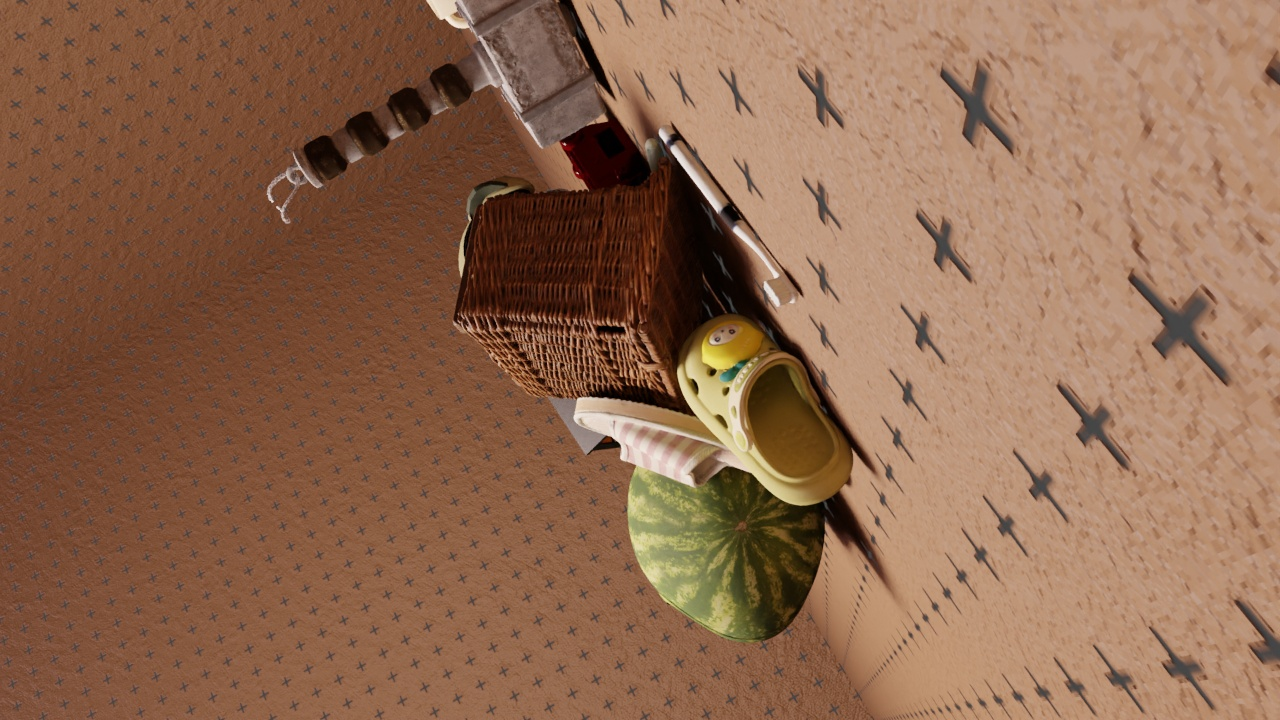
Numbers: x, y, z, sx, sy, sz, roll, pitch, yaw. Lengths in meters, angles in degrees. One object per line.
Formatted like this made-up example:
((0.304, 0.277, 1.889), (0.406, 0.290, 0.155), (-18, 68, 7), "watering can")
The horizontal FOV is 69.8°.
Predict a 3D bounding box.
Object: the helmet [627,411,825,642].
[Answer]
((0.094, 0.172, 1.016), (0.247, 0.213, 0.243), (-152, 50, -84), "helmet")

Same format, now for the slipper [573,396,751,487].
((0.056, 0.090, 0.863), (0.263, 0.052, 0.115), (13, 164, 19), "slipper")

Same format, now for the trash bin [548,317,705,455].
((-0.006, 0.006, 1.071), (0.171, 0.140, 0.139), (1, -132, -57), "trash bin")

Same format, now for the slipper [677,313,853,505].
((0.094, 0.029, 0.734), (0.190, 0.091, 0.082), (55, 174, 32), "slipper")

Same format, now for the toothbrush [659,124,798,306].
((0.057, -0.106, 0.645), (0.186, 0.017, 0.012), (59, 158, 31), "toothbrush")

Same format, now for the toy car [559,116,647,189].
((-0.030, -0.193, 0.942), (0.169, 0.062, 0.070), (59, 179, 28), "toy car")

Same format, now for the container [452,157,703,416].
((-0.047, -0.054, 0.850), (0.250, 0.183, 0.162), (64, -148, -67), "container")

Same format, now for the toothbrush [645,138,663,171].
((0.019, -0.162, 0.835), (0.022, 0.015, 0.155), (23, 169, 14), "toothbrush")

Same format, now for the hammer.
((-0.205, -0.236, 0.843), (0.177, 0.326, 0.079), (61, 178, -42), "hammer")

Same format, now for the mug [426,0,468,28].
((-0.217, -0.467, 1.101), (0.120, 0.099, 0.096), (58, 177, -19), "mug")

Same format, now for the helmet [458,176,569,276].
((-0.149, -0.161, 1.396), (0.250, 0.255, 0.233), (61, 176, 17), "helmet")
